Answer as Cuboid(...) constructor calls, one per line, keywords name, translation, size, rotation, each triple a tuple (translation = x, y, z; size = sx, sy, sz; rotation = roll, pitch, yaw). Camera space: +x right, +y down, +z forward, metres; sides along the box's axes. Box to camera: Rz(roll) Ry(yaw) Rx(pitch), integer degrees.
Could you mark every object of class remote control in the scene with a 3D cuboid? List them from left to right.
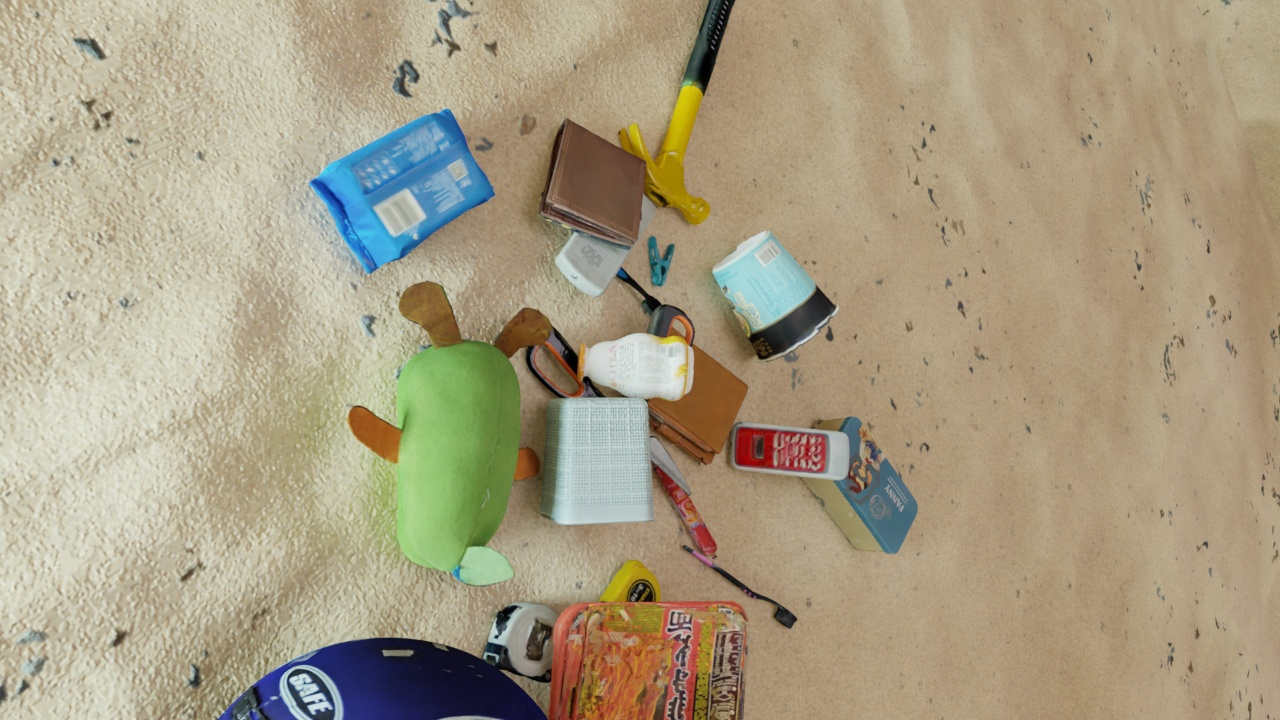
Cuboid(name="remote control", translation=(-0.034, -0.127, 0.933), size=(0.058, 0.021, 0.149), rotation=(42, 50, -14))
Cuboid(name="remote control", translation=(0.168, 0.102, 1.032), size=(0.136, 0.020, 0.055), rotation=(7, 75, -5))

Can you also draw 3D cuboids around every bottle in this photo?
Cuboid(name="bottle", translation=(-0.005, 0.005, 0.873), size=(0.108, 0.063, 0.063), rotation=(4, 78, -7))

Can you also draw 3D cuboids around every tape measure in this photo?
Cuboid(name="tape measure", translation=(-0.102, 0.250, 0.824), size=(0.065, 0.034, 0.066), rotation=(28, 66, -34))
Cuboid(name="tape measure", translation=(-0.009, 0.232, 0.904), size=(0.057, 0.029, 0.059), rotation=(51, 56, -20))

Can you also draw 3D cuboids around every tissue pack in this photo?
Cuboid(name="tissue pack", translation=(-0.203, -0.150, 0.797), size=(0.156, 0.052, 0.095), rotation=(-42, 111, -35))

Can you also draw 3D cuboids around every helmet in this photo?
Cuboid(name="helmet", translation=(-0.188, 0.307, 0.601), size=(0.315, 0.248, 0.240), rotation=(19, 89, -44))

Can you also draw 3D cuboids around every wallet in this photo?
Cuboid(name="wallet", translation=(-0.044, -0.175, 0.918), size=(0.101, 0.032, 0.124), rotation=(21, 54, -21))
Cuboid(name="wallet", translation=(0.049, 0.036, 0.980), size=(0.131, 0.031, 0.107), rotation=(36, 64, -23))

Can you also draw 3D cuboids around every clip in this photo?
Cuboid(name="clip", translation=(0.022, -0.106, 0.995), size=(0.034, 0.013, 0.054), rotation=(18, 70, -35))

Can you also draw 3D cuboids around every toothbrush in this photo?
Cuboid(name="toothbrush", translation=(-0.037, -0.105, 0.950), size=(0.189, 0.016, 0.014), rotation=(44, 61, -21))
Cuboid(name="toothbrush", translation=(0.110, 0.249, 1.007), size=(0.189, 0.014, 0.017), rotation=(38, 73, -27))

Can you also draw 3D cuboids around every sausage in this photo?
Cuboid(name="sausage", translation=(0.042, 0.146, 0.965), size=(0.020, 0.020, 0.156), rotation=(-41, 108, -36))

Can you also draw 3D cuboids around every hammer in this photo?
Cuboid(name="hammer", translation=(0.059, -0.308, 1.046), size=(0.128, 0.033, 0.300), rotation=(32, 64, -32))

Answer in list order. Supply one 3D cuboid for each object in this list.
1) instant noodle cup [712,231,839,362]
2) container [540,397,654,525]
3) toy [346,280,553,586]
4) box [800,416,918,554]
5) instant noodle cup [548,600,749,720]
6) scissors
Cuboid(name="instant noodle cup", translation=(0.144, -0.077, 1.038), size=(0.111, 0.111, 0.120), rotation=(-43, 100, -35))
Cuboid(name="container", translation=(-0.040, 0.090, 0.845), size=(0.090, 0.090, 0.111), rotation=(1, 88, -20))
Cuboid(name="toy", translation=(-0.154, 0.063, 0.778), size=(0.226, 0.090, 0.246), rotation=(19, 74, -49))
Cuboid(name="box", translation=(0.266, 0.157, 1.116), size=(0.184, 0.062, 0.089), rotation=(49, 57, -20))
Cuboid(name="instant noodle cup", translation=(0.001, 0.297, 0.841), size=(0.188, 0.079, 0.164), rotation=(6, 88, -20))
Cuboid(name="scissors", translation=(-0.016, 0.039, 0.913), size=(0.234, 0.022, 0.220), rotation=(39, 75, -16))
